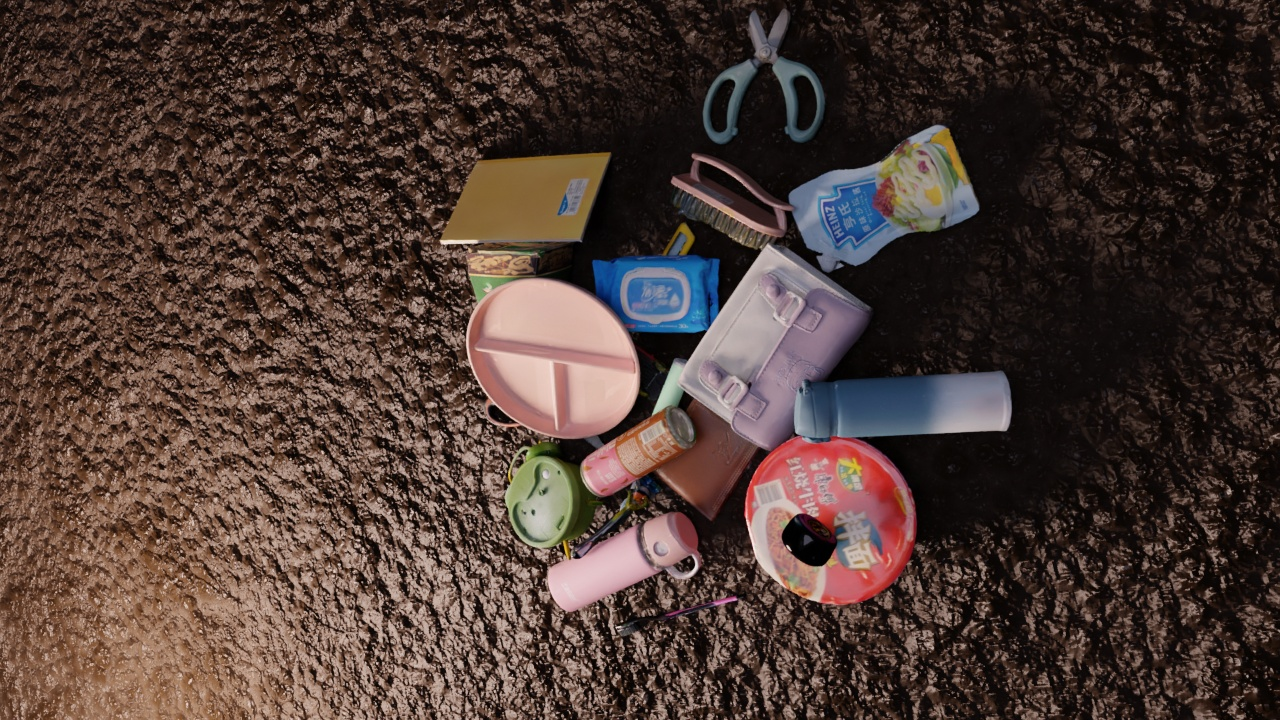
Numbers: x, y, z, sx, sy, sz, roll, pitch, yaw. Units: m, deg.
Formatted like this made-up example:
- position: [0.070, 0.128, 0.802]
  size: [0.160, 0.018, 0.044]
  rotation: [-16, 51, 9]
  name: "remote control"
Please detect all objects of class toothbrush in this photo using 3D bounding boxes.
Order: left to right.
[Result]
- position: [0.015, 0.100, 1.154]
  size: [0.026, 0.027, 0.225]
  rotation: [15, 109, -19]
  name: "toothbrush"
- position: [0.050, 0.322, 1.161]
  size: [0.190, 0.014, 0.018]
  rotation: [-21, 94, 24]
  name: "toothbrush"

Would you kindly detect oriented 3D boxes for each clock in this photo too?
- position: [-0.123, 0.174, 1.198]
  size: [0.161, 0.056, 0.116]
  rotation: [41, 108, 35]
  name: "clock"

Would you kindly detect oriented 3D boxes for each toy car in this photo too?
- position: [-0.007, 0.007, 1.159]
  size: [0.106, 0.031, 0.049]
  rotation: [35, 108, 4]
  name: "toy car"

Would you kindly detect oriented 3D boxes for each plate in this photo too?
- position: [-0.107, -0.003, 1.144]
  size: [0.230, 0.028, 0.230]
  rotation: [10, 123, 15]
  name: "plate"

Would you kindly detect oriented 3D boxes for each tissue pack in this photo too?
- position: [0.018, -0.080, 1.116]
  size: [0.157, 0.052, 0.095]
  rotation: [1, 101, 12]
  name: "tissue pack"

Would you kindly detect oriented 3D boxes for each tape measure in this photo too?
- position: [0.182, 0.197, 0.997]
  size: [0.058, 0.057, 0.039]
  rotation: [38, 108, 10]
  name: "tape measure"

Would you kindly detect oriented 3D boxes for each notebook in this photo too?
- position: [-0.148, -0.209, 1.181]
  size: [0.207, 0.010, 0.145]
  rotation: [2, 58, 24]
  name: "notebook"

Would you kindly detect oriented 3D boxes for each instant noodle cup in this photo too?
- position: [0.219, 0.174, 1.046]
  size: [0.194, 0.065, 0.194]
  rotation: [1, 94, 24]
  name: "instant noodle cup"

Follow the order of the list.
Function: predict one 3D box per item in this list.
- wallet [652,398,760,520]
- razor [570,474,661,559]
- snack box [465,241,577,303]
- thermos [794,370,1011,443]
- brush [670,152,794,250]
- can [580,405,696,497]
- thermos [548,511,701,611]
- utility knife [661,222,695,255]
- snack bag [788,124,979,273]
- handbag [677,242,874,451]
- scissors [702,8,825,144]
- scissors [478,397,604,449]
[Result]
- position: [0.081, 0.119, 1.126]
  size: [0.101, 0.032, 0.125]
  rotation: [35, 107, 17]
  name: "wallet"
- position: [-0.034, 0.201, 1.152]
  size: [0.143, 0.042, 0.022]
  rotation: [-43, 33, 1]
  name: "razor"
- position: [-0.149, -0.099, 1.184]
  size: [0.118, 0.118, 0.106]
  rotation: [4, 107, 25]
  name: "snack box"
- position: [0.275, 0.050, 0.980]
  size: [0.220, 0.070, 0.070]
  rotation: [-4, 91, 8]
  name: "thermos"
- position: [0.109, -0.185, 1.076]
  size: [0.146, 0.063, 0.073]
  rotation: [33, 118, 20]
  name: "brush"
- position: [-0.003, 0.112, 1.116]
  size: [0.148, 0.057, 0.058]
  rotation: [-34, 79, 28]
  name: "can"
- position: [-0.017, 0.261, 1.162]
  size: [0.199, 0.067, 0.087]
  rotation: [-29, 95, 22]
  name: "thermos"
- position: [0.021, -0.103, 1.148]
  size: [0.033, 0.015, 0.155]
  rotation: [36, 107, 16]
  name: "utility knife"
- position: [0.266, -0.176, 1.021]
  size: [0.191, 0.038, 0.110]
  rotation: [-22, 95, 25]
  name: "snack bag"
- position: [0.154, -0.014, 1.053]
  size: [0.145, 0.098, 0.197]
  rotation: [36, 107, 13]
  name: "handbag"
- position: [0.158, -0.319, 1.073]
  size: [0.179, 0.019, 0.173]
  rotation: [32, 104, 21]
  name: "scissors"
- position: [-0.122, 0.049, 1.224]
  size: [0.189, 0.015, 0.222]
  rotation: [-42, 75, 21]
  name: "scissors"
